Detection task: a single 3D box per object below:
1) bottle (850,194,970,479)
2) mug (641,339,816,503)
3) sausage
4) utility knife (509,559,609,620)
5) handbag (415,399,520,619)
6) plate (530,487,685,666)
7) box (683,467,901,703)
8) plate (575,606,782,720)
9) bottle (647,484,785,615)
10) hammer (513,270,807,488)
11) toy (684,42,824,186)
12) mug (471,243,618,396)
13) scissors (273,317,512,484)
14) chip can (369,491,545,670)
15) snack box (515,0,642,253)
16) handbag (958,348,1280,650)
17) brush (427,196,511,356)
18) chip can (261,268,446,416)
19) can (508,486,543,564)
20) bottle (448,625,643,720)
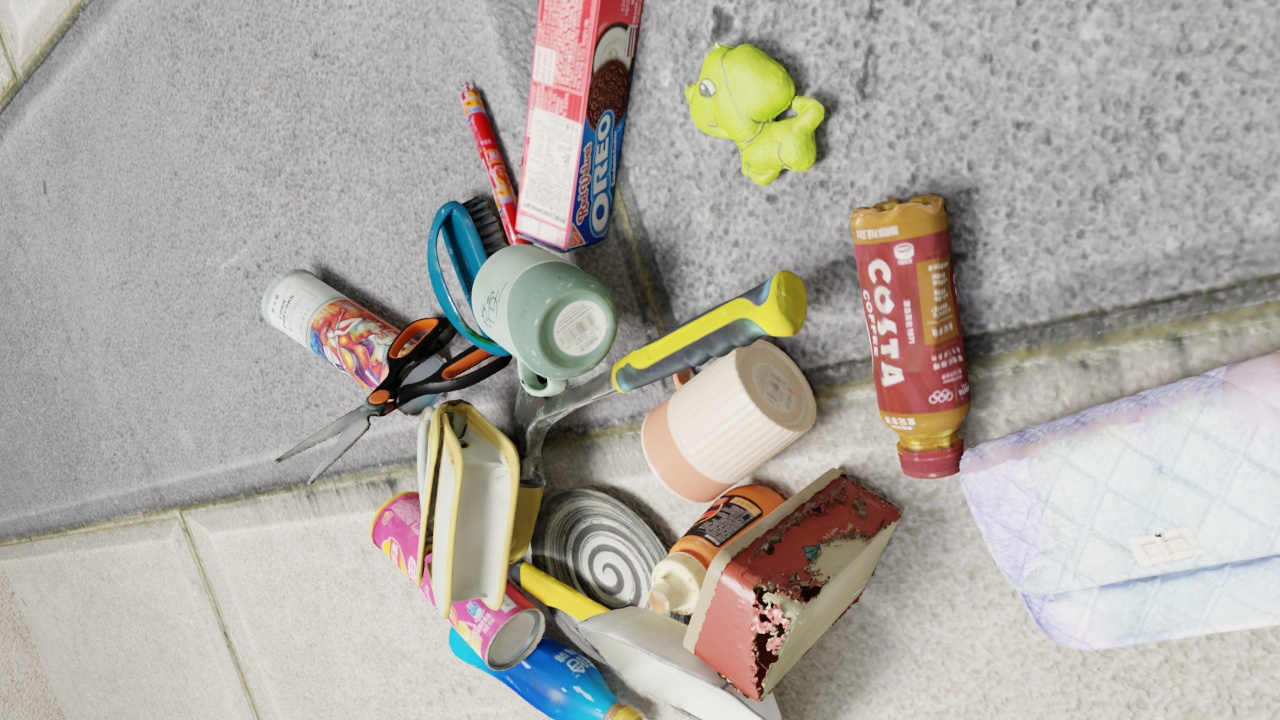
[{"bbox_3d":[0.173,-0.013,0.578,0.058,0.057,0.175,-2,104,39],"label":"bottle"},{"bbox_3d":[0.061,0.031,0.677,0.106,0.081,0.114,-42,49,38],"label":"mug"},{"bbox_3d":[-0.125,-0.163,0.786,0.020,0.020,0.156,-15,96,41],"label":"sausage"},{"bbox_3d":[-0.057,0.225,0.842,0.168,0.015,0.033,21,125,32],"label":"utility knife"},{"bbox_3d":[-0.174,0.119,0.815,0.179,0.063,0.163,36,122,52],"label":"handbag"},{"bbox_3d":[-0.029,0.197,0.836,0.180,0.024,0.179,15,114,36],"label":"plate"},{"bbox_3d":[0.112,0.146,0.608,0.077,0.167,0.091,31,123,27],"label":"box"},{"bbox_3d":[0.043,0.246,0.703,0.162,0.034,0.266,20,156,23],"label":"plate"},{"bbox_3d":[0.055,0.142,0.665,0.067,0.149,0.067,14,114,35],"label":"bottle"},{"bbox_3d":[-0.004,0.004,0.684,0.324,0.031,0.126,-26,56,48],"label":"hammer"},{"bbox_3d":[0.077,-0.169,0.617,0.097,0.031,0.100,-12,102,41],"label":"toy"},{"bbox_3d":[-0.073,-0.023,0.698,0.106,0.082,0.112,32,122,54],"label":"mug"},{"bbox_3d":[-0.221,0.026,0.815,0.198,0.226,0.022,-128,23,-50],"label":"scissors"},{"bbox_3d":[-0.186,0.215,0.913,0.210,0.071,0.071,33,124,36],"label":"chip can"},{"bbox_3d":[-0.049,-0.189,0.693,0.058,0.057,0.208,25,119,27],"label":"snack box"},{"bbox_3d":[0.293,0.082,0.505,0.194,0.075,0.134,-29,87,40],"label":"handbag"},{"bbox_3d":[-0.145,-0.070,0.800,0.055,0.073,0.144,-19,94,57],"label":"brush"},{"bbox_3d":[-0.292,-0.021,0.936,0.215,0.071,0.071,29,121,27],"label":"chip can"},{"bbox_3d":[-0.142,0.130,0.868,0.083,0.057,0.102,45,130,41],"label":"can"},{"bbox_3d":[-0.093,0.307,0.897,0.219,0.065,0.065,21,117,32],"label":"bottle"}]
